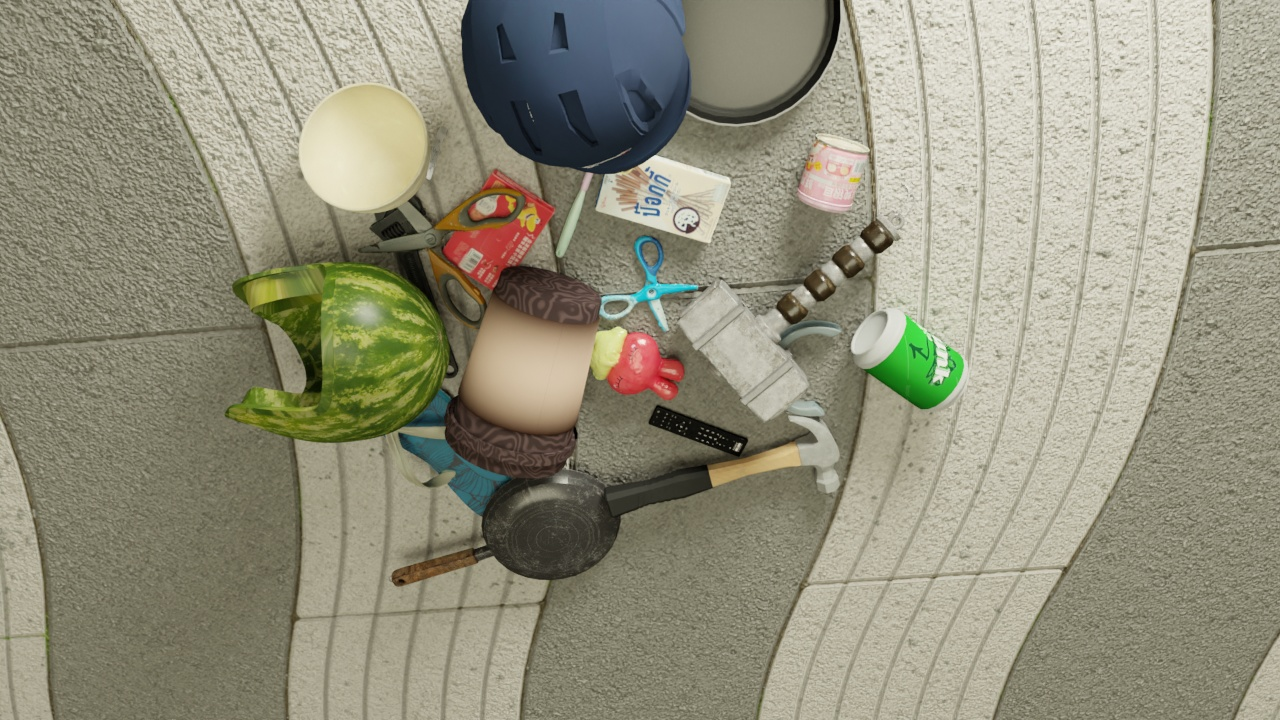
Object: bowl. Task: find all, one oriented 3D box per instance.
[{"bbox_3d":[-0.307,-0.235,1.061,0.151,0.075,0.150,-1,82,7],"label":"bowl"}]

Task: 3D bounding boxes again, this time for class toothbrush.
[{"bbox_3d":[-0.075,-0.195,1.127,0.022,0.015,0.155,33,117,18],"label":"toothbrush"},{"bbox_3d":[-0.226,-0.232,1.016,0.010,0.181,0.010,29,111,-21],"label":"toothbrush"}]

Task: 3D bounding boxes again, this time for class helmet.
[{"bbox_3d":[-0.351,-0.009,1.104,0.248,0.213,0.243,-11,160,21],"label":"helmet"},{"bbox_3d":[-0.066,-0.298,0.954,0.233,0.222,0.272,-5,142,17],"label":"helmet"}]

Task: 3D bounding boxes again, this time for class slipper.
[{"bbox_3d":[-0.277,0.122,1.267,0.118,0.060,0.295,-36,111,13],"label":"slipper"}]

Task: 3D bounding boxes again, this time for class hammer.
[{"bbox_3d":[0.215,-0.086,1.133,0.327,0.079,0.177,-41,93,13],"label":"hammer"},{"bbox_3d":[0.112,0.157,1.279,0.328,0.039,0.131,-15,115,3],"label":"hammer"}]

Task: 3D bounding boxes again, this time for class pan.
[{"bbox_3d":[-0.200,0.271,1.329,0.357,0.040,0.208,-20,123,3],"label":"pan"},{"bbox_3d":[0.055,-0.344,1.039,0.357,0.034,0.225,-32,112,15],"label":"pan"}]

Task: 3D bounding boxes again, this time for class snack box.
[{"bbox_3d":[-0.179,-0.159,1.142,0.089,0.021,0.133,32,113,-15],"label":"snack box"},{"bbox_3d":[0.026,-0.202,1.116,0.150,0.026,0.082,16,116,-7],"label":"snack box"}]

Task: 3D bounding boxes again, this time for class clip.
[{"bbox_3d":[0.207,0.015,1.226,0.165,0.032,0.165,-35,111,16],"label":"clip"}]

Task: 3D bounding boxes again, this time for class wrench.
[{"bbox_3d":[-0.283,-0.095,1.179,0.073,0.018,0.273,-10,118,6],"label":"wrench"}]

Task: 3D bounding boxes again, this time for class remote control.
[{"bbox_3d":[0.081,0.099,1.278,0.140,0.009,0.030,21,115,-10],"label":"remote control"}]

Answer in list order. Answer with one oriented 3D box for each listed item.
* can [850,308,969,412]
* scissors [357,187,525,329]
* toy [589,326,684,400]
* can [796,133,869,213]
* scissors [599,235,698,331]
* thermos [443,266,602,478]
[{"bbox_3d":[0.347,0.000,1.183,0.140,0.087,0.088,33,112,-15],"label":"can"},{"bbox_3d":[-0.236,-0.137,1.133,0.225,0.016,0.230,-12,114,10],"label":"scissors"},{"bbox_3d":[-0.007,0.007,1.212,0.135,0.045,0.092,26,116,-6],"label":"toy"},{"bbox_3d":[0.226,-0.220,1.082,0.067,0.067,0.076,12,116,-6],"label":"can"},{"bbox_3d":[0.007,-0.096,1.179,0.134,0.011,0.140,-4,116,5],"label":"scissors"},{"bbox_3d":[-0.141,0.010,1.154,0.172,0.172,0.226,15,110,-7],"label":"thermos"}]
